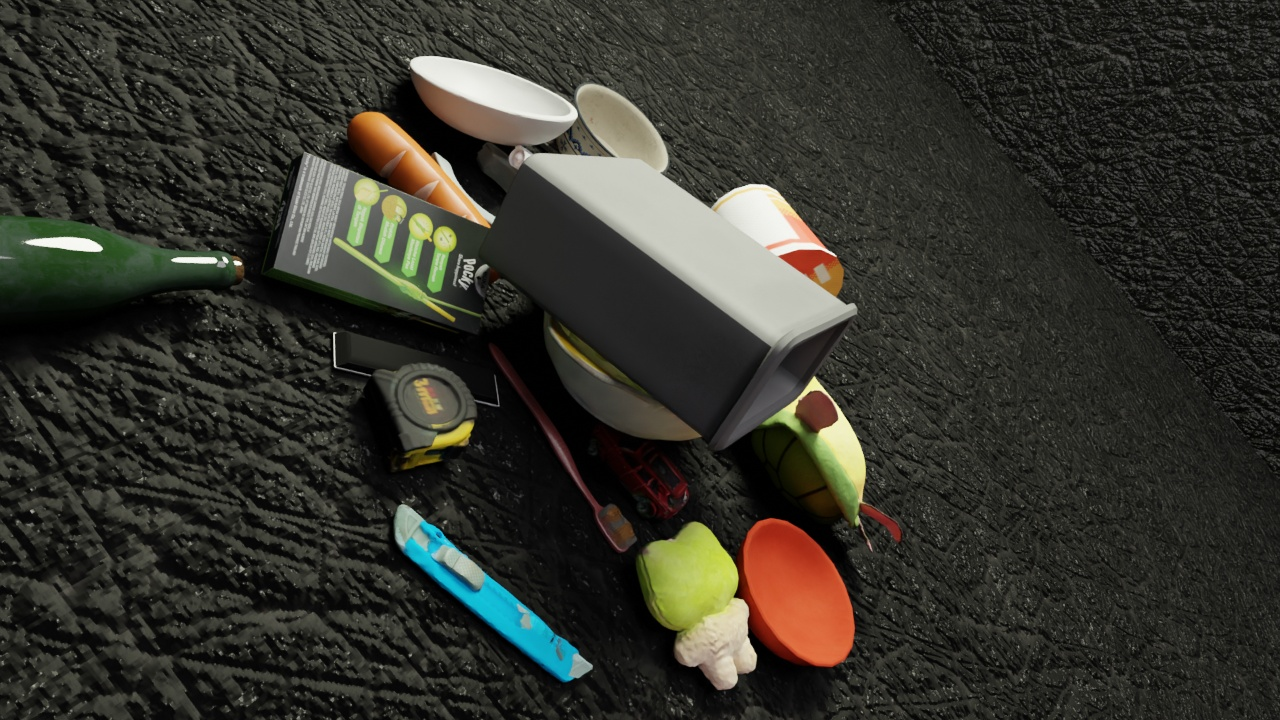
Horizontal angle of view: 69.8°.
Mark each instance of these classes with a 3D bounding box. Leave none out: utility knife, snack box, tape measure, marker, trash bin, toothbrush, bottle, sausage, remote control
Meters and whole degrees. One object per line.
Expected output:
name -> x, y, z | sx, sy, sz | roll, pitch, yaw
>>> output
utility knife -> -0.090, 0.145, 0.559 | 0.158, 0.015, 0.031 | 43, 39, -12
snack box -> -0.174, -0.075, 0.632 | 0.147, 0.025, 0.080 | 19, 74, -36
tape measure -> -0.140, 0.034, 0.590 | 0.062, 0.038, 0.067 | -8, 60, -42
marker -> -0.075, -0.163, 0.835 | 0.133, 0.017, 0.020 | 19, 66, -61
trash bin -> 0.026, -0.054, 0.677 | 0.220, 0.098, 0.191 | 38, 24, 16
toothbrush -> -0.060, 0.060, 0.673 | 0.015, 0.016, 0.184 | -23, 74, -48
bottle -> -0.293, -0.047, 0.480 | 0.173, 0.055, 0.055 | -7, 63, -52
sausage -> -0.163, -0.127, 0.713 | 0.164, 0.039, 0.044 | 48, 39, -2
remote control -> -0.149, 0.006, 0.627 | 0.124, 0.012, 0.028 | 17, 46, -38

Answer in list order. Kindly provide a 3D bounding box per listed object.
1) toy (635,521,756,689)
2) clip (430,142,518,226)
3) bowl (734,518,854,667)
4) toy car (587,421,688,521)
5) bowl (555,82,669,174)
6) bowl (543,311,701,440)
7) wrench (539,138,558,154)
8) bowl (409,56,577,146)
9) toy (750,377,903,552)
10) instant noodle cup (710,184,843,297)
toy -> 0.043, 0.175, 0.653 | 0.091, 0.046, 0.115 | -16, 77, -52
clip -> -0.096, -0.126, 0.799 | 0.172, 0.029, 0.142 | 47, 36, -5
bowl -> 0.115, 0.188, 0.727 | 0.122, 0.035, 0.121 | 29, 39, -27
toy car -> -0.001, 0.081, 0.702 | 0.091, 0.036, 0.042 | 45, 34, 4
bowl -> -0.035, -0.207, 0.896 | 0.115, 0.059, 0.115 | 29, 39, -27
bowl -> -0.004, 0.004, 0.722 | 0.188, 0.060, 0.218 | 43, 26, 20
wrench -> -0.042, -0.182, 0.927 | 0.273, 0.010, 0.069 | 35, 37, -20
bowl -> -0.133, -0.222, 0.812 | 0.149, 0.043, 0.149 | 17, 25, -8
toy -> 0.144, 0.071, 0.819 | 0.238, 0.087, 0.190 | 53, -1, 6
instant noodle cup -> 0.129, -0.110, 0.964 | 0.123, 0.124, 0.121 | 17, 39, -39
